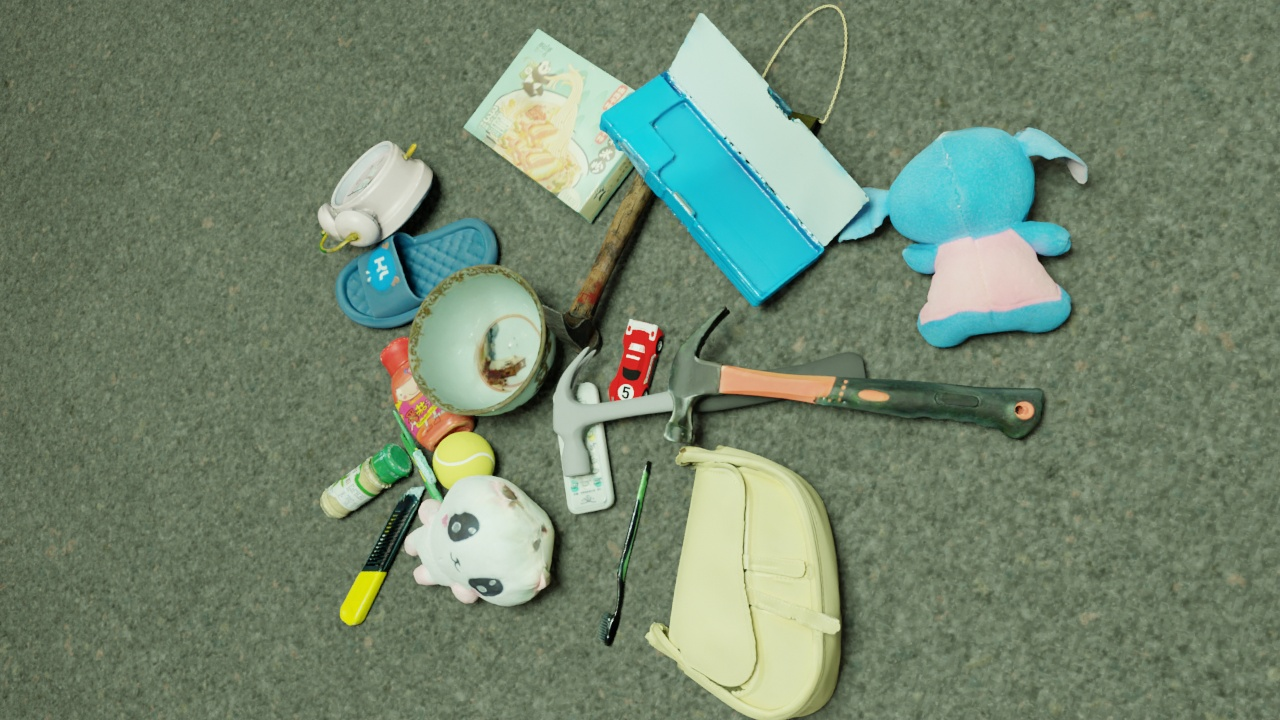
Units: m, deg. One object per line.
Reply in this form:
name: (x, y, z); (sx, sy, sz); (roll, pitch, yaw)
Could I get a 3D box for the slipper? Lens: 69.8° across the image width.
slipper: (-0.262, -0.101, 1.055); (0.214, 0.059, 0.103); (-17, 76, 16)

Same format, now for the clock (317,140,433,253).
clock: (-0.312, -0.183, 1.058); (0.117, 0.059, 0.157); (21, 72, 52)

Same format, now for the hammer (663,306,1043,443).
hammer: (0.191, 0.029, 0.841); (0.333, 0.033, 0.133); (7, 85, 13)

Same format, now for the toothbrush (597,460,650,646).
toothbrush: (-0.015, 0.192, 0.923); (0.017, 0.014, 0.188); (10, 83, 31)

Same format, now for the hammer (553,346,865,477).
hammer: (0.061, 0.031, 0.900); (0.311, 0.029, 0.125); (-10, 81, 13)

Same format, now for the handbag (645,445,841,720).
handbag: (0.099, 0.199, 0.839); (0.191, 0.088, 0.232); (6, 82, 26)

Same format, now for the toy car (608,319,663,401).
toy car: (-0.006, 0.005, 0.949); (0.038, 0.025, 0.089); (14, 85, 23)

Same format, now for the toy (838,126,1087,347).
toy: (0.288, -0.108, 0.826); (0.224, 0.098, 0.191); (-13, 86, 27)

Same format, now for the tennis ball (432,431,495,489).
tennis ball: (-0.188, 0.109, 0.980); (0.065, 0.065, 0.065); (-4, 78, 21)

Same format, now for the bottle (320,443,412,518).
bottle: (-0.311, 0.138, 1.037); (0.110, 0.042, 0.042); (-34, 69, 14)

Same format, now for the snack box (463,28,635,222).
snack box: (-0.085, -0.263, 1.024); (0.193, 0.044, 0.141); (39, 94, 24)

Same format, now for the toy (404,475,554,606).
toy: (-0.170, 0.188, 0.942); (0.180, 0.101, 0.139); (-19, 95, 26)

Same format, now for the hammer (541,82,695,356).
hammer: (-0.008, -0.167, 0.949); (0.033, 0.120, 0.330); (22, 82, 17)

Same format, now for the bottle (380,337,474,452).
bottle: (-0.241, 0.034, 1.025); (0.071, 0.048, 0.134); (-41, 68, 11)

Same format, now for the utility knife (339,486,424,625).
utility knife: (-0.286, 0.215, 1.022); (0.029, 0.020, 0.174); (28, 92, 23)

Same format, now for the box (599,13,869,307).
box: (0.083, -0.189, 0.871); (0.114, 0.114, 0.243); (-38, 83, -16)

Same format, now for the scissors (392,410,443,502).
scissors: (-0.244, 0.103, 0.996); (0.012, 0.113, 0.131); (-27, 76, -19)

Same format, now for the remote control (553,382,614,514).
remote control: (-0.058, 0.091, 0.955); (0.050, 0.022, 0.133); (-14, 75, 19)

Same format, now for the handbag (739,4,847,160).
handbag: (0.162, -0.284, 0.941); (0.084, 0.027, 0.178); (22, 87, 24)

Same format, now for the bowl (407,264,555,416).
bowl: (-0.153, -0.012, 0.974); (0.160, 0.094, 0.159); (-4, 78, 21)
